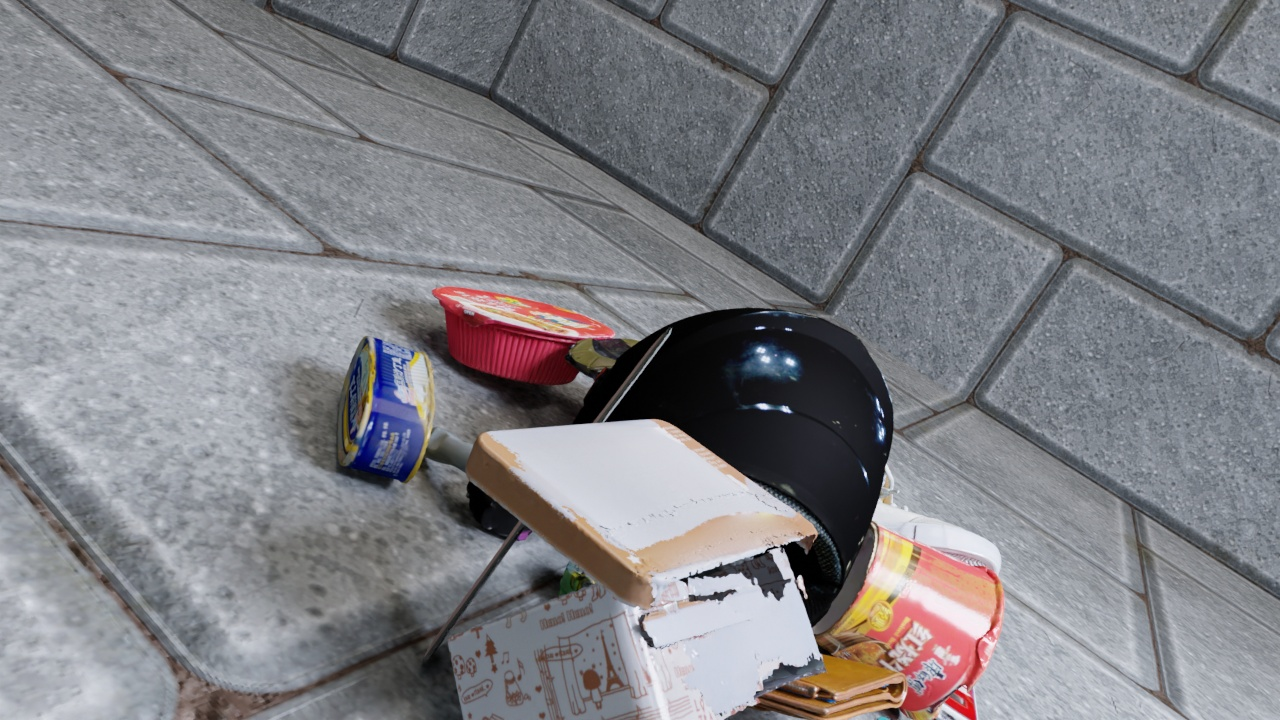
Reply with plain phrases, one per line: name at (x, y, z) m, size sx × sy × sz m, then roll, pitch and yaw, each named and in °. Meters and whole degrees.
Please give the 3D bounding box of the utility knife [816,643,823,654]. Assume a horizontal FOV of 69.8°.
utility knife at (0.131, 0.223, 0.781) m, size 0.033 × 0.015 × 0.164 m, roll 20°, pitch 18°, yaw -23°

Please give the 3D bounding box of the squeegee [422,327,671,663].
squeegee at (-0.111, 0.072, 0.649) m, size 0.040 × 0.247 × 0.250 m, roll 47°, pitch -21°, yaw -30°

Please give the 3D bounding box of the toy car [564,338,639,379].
toy car at (-0.005, 0.005, 0.893) m, size 0.070 × 0.042 × 0.157 m, roll 34°, pitch 19°, yaw 37°

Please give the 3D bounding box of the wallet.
wallet at (0.091, 0.210, 0.611) m, size 0.131 × 0.035 × 0.118 m, roll -1°, pitch -5°, yaw 43°

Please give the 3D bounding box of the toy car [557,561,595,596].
toy car at (-0.016, 0.172, 0.635) m, size 0.091 × 0.036 × 0.043 m, roll 33°, pitch 14°, yaw 16°

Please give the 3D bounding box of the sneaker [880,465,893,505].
sneaker at (0.225, 0.185, 0.942) m, size 0.118 × 0.088 × 0.240 m, roll -4°, pitch 44°, yaw -7°

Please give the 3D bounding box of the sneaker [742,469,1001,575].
sneaker at (0.205, 0.155, 0.852) m, size 0.242 × 0.090 × 0.090 m, roll 8°, pitch 41°, yaw 15°

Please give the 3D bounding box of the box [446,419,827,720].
box at (-0.006, 0.108, 0.502) m, size 0.182 × 0.154 × 0.181 m, roll 8°, pitch 58°, yaw -54°

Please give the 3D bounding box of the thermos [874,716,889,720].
thermos at (0.081, 0.244, 0.514) m, size 0.224 × 0.073 × 0.073 m, roll 13°, pitch 23°, yaw -47°

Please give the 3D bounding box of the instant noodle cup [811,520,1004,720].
instant noodle cup at (0.206, 0.202, 0.747) m, size 0.108 × 0.138 × 0.137 m, roll 31°, pitch 15°, yaw -2°

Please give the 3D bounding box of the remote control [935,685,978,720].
remote control at (0.275, 0.288, 0.828) m, size 0.056 × 0.020 × 0.135 m, roll 32°, pitch 15°, yaw 11°

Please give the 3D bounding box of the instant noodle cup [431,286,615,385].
instant noodle cup at (-0.127, -0.023, 0.949) m, size 0.194 × 0.066 × 0.193 m, roll 15°, pitch 9°, yaw -2°

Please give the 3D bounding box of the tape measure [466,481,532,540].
tape measure at (-0.100, 0.107, 0.689) m, size 0.057 × 0.039 × 0.057 m, roll 13°, pitch 22°, yaw -34°

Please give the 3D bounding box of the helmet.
helmet at (0.068, 0.075, 0.728) m, size 0.233 × 0.229 × 0.275 m, roll 39°, pitch -15°, yaw -18°

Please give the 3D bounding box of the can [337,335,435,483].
can at (-0.192, 0.033, 0.689) m, size 0.049 × 0.075 × 0.148 m, roll 19°, pitch 18°, yaw -25°
